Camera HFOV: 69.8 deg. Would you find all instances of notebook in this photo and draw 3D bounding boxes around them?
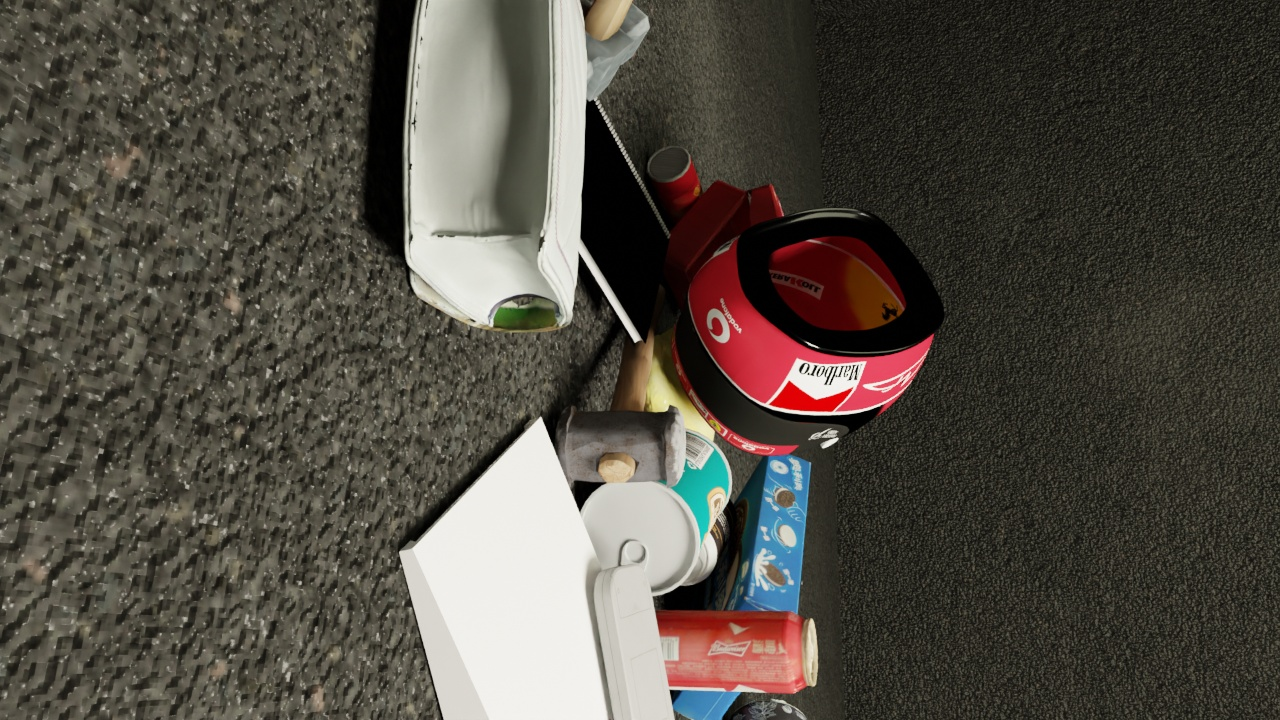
[{"bbox_3d":[-0.032,-0.136,0.777,0.207,0.016,0.148,58,31,-37],"label":"notebook"}]

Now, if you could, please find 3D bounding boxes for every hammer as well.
[{"bbox_3d":[-0.005,0.005,0.806,0.327,0.098,0.052,-81,169,-61],"label":"hammer"},{"bbox_3d":[0.018,-0.303,0.610,0.051,0.324,0.117,40,49,-3],"label":"hammer"}]

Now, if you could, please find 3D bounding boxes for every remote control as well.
[{"bbox_3d":[-0.004,0.226,0.666,0.074,0.019,0.151,17,60,-67],"label":"remote control"}]

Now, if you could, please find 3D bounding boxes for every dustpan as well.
[{"bbox_3d":[-0.076,0.195,0.608,0.191,0.053,0.258,-50,122,-66],"label":"dustpan"}]

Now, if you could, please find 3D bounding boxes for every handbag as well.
[{"bbox_3d":[-0.082,-0.128,0.543,0.142,0.096,0.198,76,13,-75],"label":"handbag"}]

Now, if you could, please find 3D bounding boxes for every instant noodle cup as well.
[{"bbox_3d":[0.161,0.503,1.148,0.112,0.137,0.137,-82,161,-59],"label":"instant noodle cup"}]

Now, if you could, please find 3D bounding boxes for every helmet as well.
[{"bbox_3d":[0.140,-0.017,0.863,0.270,0.225,0.197,-13,65,-36],"label":"helmet"}]

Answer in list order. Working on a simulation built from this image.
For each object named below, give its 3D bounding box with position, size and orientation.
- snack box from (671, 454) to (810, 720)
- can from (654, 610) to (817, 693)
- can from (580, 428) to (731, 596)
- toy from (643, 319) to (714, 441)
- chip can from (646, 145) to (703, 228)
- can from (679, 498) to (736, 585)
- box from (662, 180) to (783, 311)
[{"bbox_3d":[0.111,0.237,0.986,0.238,0.056,0.196,-68,-178,-55],"label":"snack box"},{"bbox_3d":[0.064,0.250,0.792,0.067,0.170,0.067,-5,89,-72],"label":"can"},{"bbox_3d":[0.017,0.125,0.789,0.143,0.099,0.099,-37,122,-70],"label":"can"},{"bbox_3d":[0.040,0.040,0.949,0.170,0.065,0.155,-36,115,-70],"label":"toy"},{"bbox_3d":[0.061,-0.164,1.086,0.215,0.052,0.051,58,32,-57],"label":"chip can"},{"bbox_3d":[0.055,0.179,0.949,0.128,0.072,0.072,-30,114,-71],"label":"can"},{"bbox_3d":[0.104,-0.110,1.059,0.157,0.156,0.146,56,28,-54],"label":"box"}]
